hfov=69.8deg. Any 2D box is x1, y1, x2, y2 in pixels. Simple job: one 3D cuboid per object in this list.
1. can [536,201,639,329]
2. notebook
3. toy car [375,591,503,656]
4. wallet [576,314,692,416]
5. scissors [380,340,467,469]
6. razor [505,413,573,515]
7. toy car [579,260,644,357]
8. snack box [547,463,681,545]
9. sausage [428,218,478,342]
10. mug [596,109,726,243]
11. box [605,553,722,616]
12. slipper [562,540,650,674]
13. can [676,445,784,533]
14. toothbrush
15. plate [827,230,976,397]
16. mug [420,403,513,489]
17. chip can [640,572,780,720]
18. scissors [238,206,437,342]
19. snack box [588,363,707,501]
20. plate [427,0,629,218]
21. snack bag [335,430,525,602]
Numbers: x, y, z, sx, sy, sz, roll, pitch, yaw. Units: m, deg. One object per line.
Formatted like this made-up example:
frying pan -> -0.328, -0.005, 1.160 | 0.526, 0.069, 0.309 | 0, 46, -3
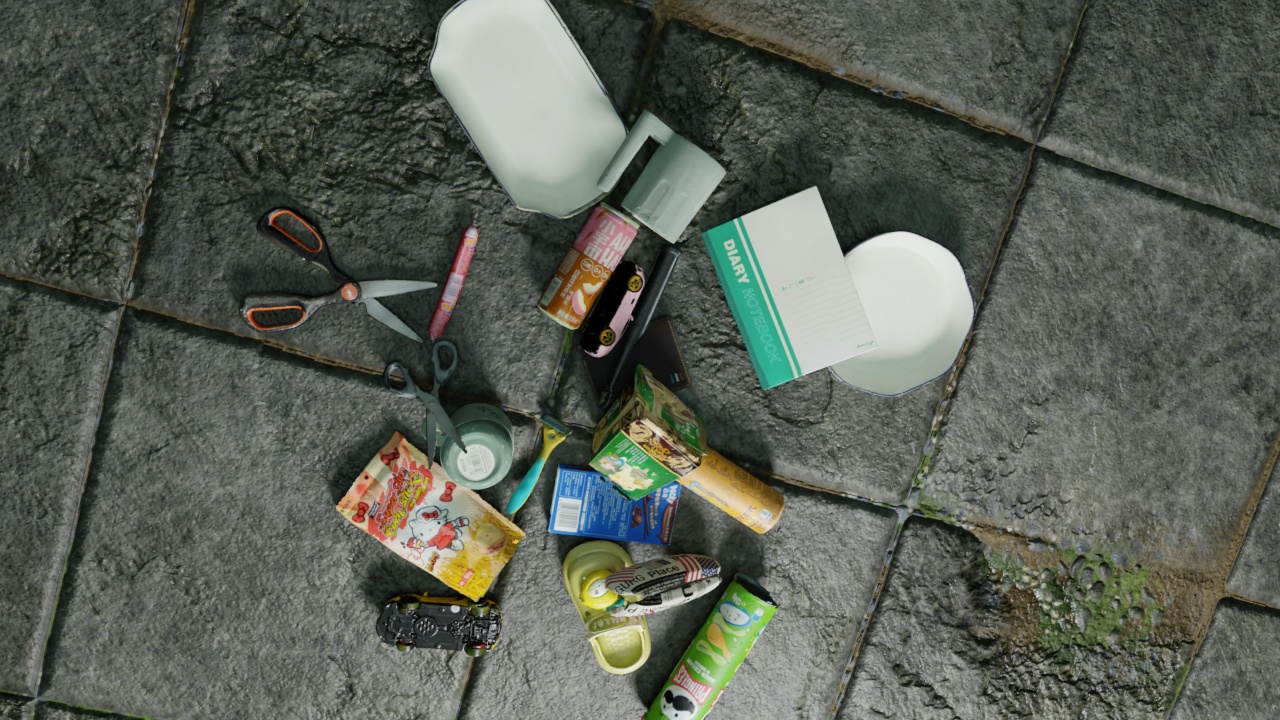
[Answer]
can -> -0.062, -0.111, 1.083 | 0.058, 0.058, 0.147 | 31, 95, -12
notebook -> 0.180, -0.086, 1.112 | 0.150, 0.012, 0.209 | -22, 92, 9
toy car -> -0.250, 0.327, 1.147 | 0.155, 0.041, 0.071 | 5, 99, -10
wallet -> -0.007, 0.007, 1.134 | 0.122, 0.020, 0.096 | -19, 102, -2
scissors -> -0.241, 0.044, 1.054 | 0.159, 0.014, 0.171 | 12, 58, 24
razor -> -0.131, 0.133, 1.134 | 0.043, 0.028, 0.132 | 29, 92, 11
toy car -> -0.031, -0.060, 1.094 | 0.037, 0.056, 0.122 | 29, 87, -39
snack box -> -0.033, 0.182, 1.157 | 0.157, 0.026, 0.084 | 8, 99, -9
sausage -> -0.220, -0.093, 1.085 | 0.020, 0.020, 0.156 | 20, 97, -11
mug -> 0.022, -0.210, 1.059 | 0.124, 0.083, 0.103 | 32, 97, -27
box -> 0.030, 0.266, 1.133 | 0.163, 0.074, 0.079 | -3, 74, -36
slipper -> -0.034, 0.319, 1.156 | 0.091, 0.081, 0.190 | -18, 105, -7
can -> 0.109, 0.158, 1.156 | 0.146, 0.058, 0.058 | 33, 94, -12
toothbrush -> -0.005, -0.040, 1.102 | 0.026, 0.027, 0.212 | 23, 86, 16
plate -> 0.312, -0.059, 1.151 | 0.204, 0.045, 0.205 | -2, 101, -8
mug -> -0.204, 0.096, 1.077 | 0.111, 0.106, 0.082 | 20, 98, -10
chip can -> 0.090, 0.392, 1.190 | 0.072, 0.072, 0.236 | 31, 95, -12
scissors -> -0.359, -0.091, 1.065 | 0.221, 0.021, 0.224 | -23, 102, -3
snack box -> 0.001, 0.094, 1.104 | 0.118, 0.117, 0.106 | 42, 112, -18
plate -> -0.126, -0.293, 1.053 | 0.162, 0.034, 0.266 | -34, 103, -1
snack bag -> -0.253, 0.195, 1.118 | 0.208, 0.073, 0.128 | 37, 94, -5
